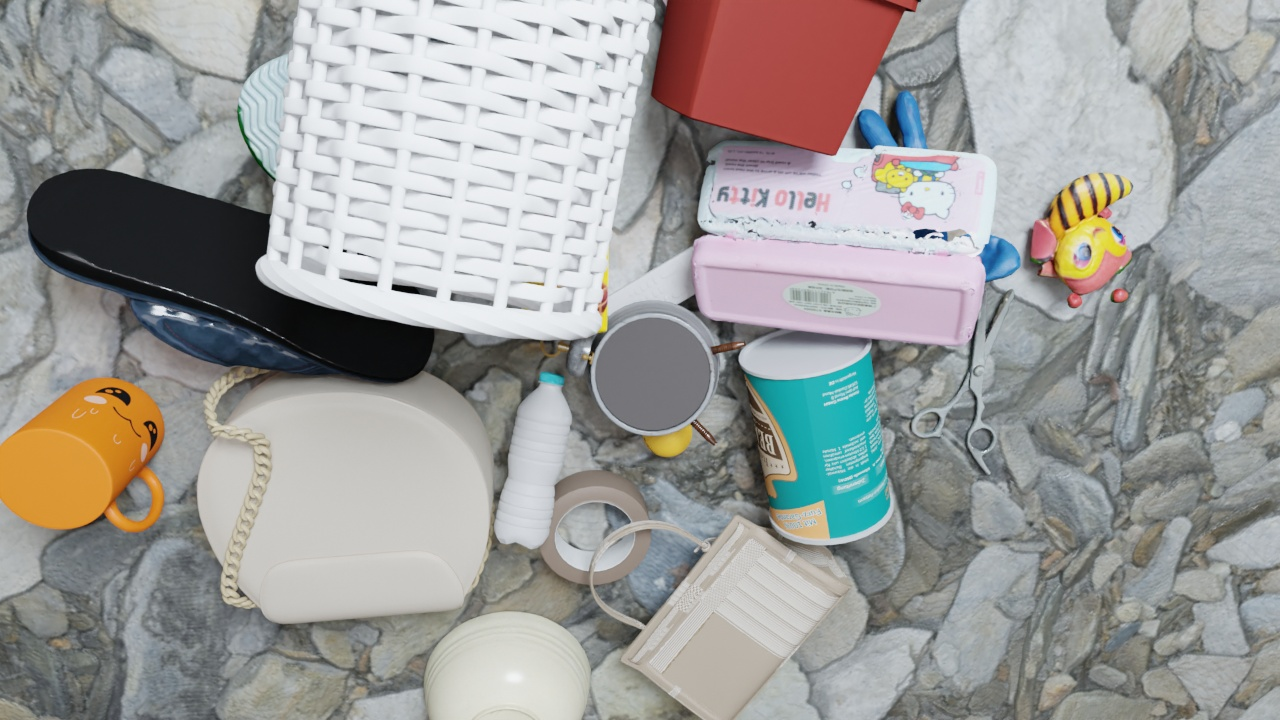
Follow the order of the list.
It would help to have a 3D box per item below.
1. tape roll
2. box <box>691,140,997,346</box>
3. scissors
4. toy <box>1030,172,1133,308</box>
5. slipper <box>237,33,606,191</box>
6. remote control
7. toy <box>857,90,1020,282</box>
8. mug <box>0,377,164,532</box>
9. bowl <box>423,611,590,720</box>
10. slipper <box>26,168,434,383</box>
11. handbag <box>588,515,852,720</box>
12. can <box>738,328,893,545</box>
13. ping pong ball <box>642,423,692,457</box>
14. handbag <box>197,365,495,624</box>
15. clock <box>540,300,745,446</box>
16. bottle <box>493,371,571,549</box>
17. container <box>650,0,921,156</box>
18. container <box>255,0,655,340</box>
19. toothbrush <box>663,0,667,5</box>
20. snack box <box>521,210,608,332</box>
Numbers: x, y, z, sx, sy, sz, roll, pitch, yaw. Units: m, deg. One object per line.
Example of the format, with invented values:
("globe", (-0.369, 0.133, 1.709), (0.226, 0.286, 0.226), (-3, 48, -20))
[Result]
("tape roll", (-0.039, 0.140, 0.769), (0.093, 0.030, 0.094), (-2, 111, -5))
("box", (0.141, -0.088, 0.654), (0.201, 0.101, 0.111), (7, 145, 18))
("scissors", (0.288, 0.020, 0.766), (0.130, 0.014, 0.153), (33, 107, -16))
("toy", (0.347, -0.094, 0.713), (0.084, 0.046, 0.103), (-4, 107, 2))
("slipper", (-0.140, -0.176, 0.620), (0.245, 0.074, 0.104), (-23, 110, -14))
("remote control", (0.032, -0.065, 0.708), (0.131, 0.012, 0.033), (-30, 108, 6))
("toy", (0.213, -0.109, 0.683), (0.113, 0.071, 0.176), (-16, 112, 12))
("mug", (-0.397, 0.079, 0.674), (0.078, 0.096, 0.112), (-29, 111, 5))
("bowl", (-0.117, 0.304, 0.799), (0.150, 0.075, 0.151), (-2, 111, -5))
("slipper", (-0.281, -0.043, 0.648), (0.265, 0.108, 0.084), (19, 139, -20))
("handbag", (0.045, 0.201, 0.773), (0.198, 0.062, 0.176), (31, 105, -22))
("can", (0.139, 0.056, 0.718), (0.099, 0.099, 0.144), (-14, 111, -1))
("ping pong ball", (0.022, 0.058, 0.738), (0.040, 0.040, 0.040), (-2, 111, -5))
("handbag", (-0.219, 0.107, 0.700), (0.210, 0.103, 0.209), (-4, 115, -3))
("clock", (-0.004, 0.004, 0.692), (0.148, 0.056, 0.104), (15, 98, -2))
("bottle", (-0.082, 0.077, 0.723), (0.044, 0.044, 0.136), (11, 92, -10))
("container", (0.094, -0.248, 0.583), (0.148, 0.127, 0.201), (9, 111, -22))
("container", (-0.099, -0.122, 0.505), (0.189, 0.189, 0.187), (9, 98, -9))
("toothbrush", (0.024, -0.250, 0.635), (0.021, 0.016, 0.135), (-26, 111, 0))
("snack box", (-0.056, -0.079, 0.656), (0.061, 0.083, 0.106), (0, 110, -7))
